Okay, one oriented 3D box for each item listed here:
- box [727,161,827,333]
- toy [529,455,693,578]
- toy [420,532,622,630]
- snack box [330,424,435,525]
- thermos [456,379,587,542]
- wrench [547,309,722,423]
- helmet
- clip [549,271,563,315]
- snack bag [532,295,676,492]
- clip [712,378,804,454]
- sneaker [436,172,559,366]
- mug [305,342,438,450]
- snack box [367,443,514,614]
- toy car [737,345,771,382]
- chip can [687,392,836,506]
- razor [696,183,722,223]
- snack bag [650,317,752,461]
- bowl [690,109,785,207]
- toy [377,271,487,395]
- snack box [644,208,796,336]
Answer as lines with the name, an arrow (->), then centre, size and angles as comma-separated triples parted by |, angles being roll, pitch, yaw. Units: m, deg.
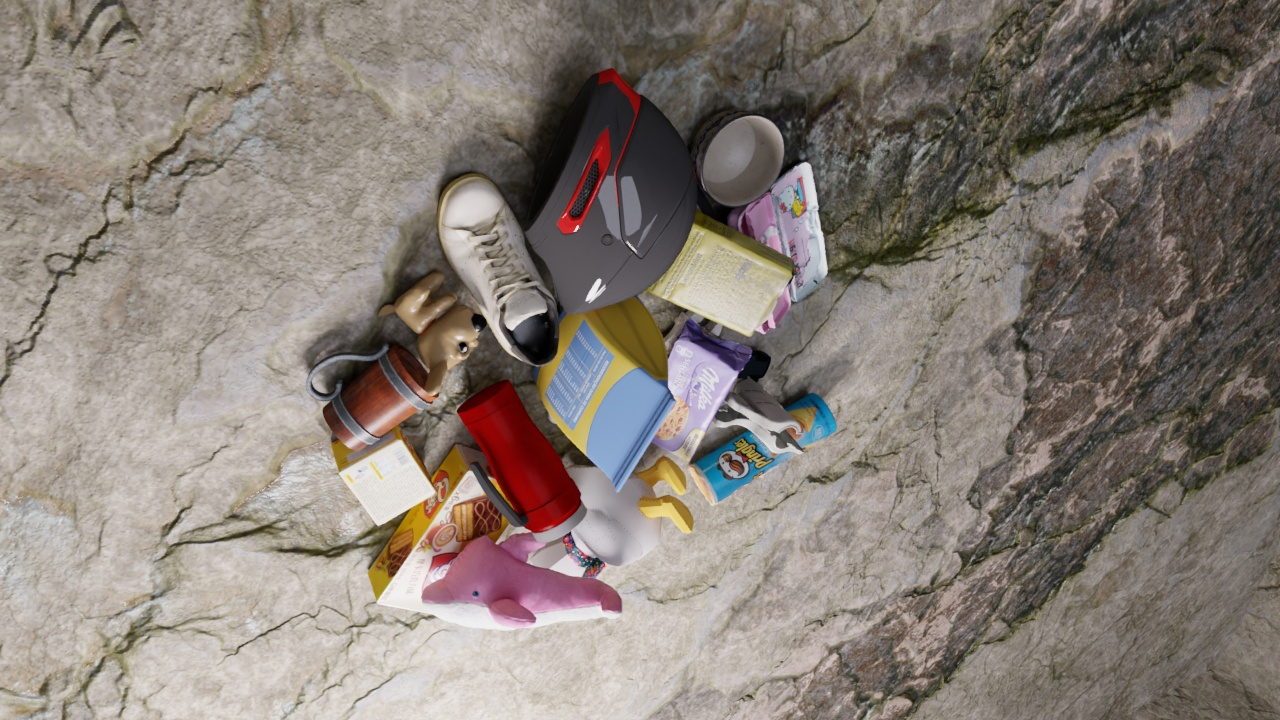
box -> 0.184, -0.149, 1.229 | 0.154, 0.045, 0.201 | -44, 136, -27
toy -> -0.059, 0.232, 1.296 | 0.268, 0.140, 0.247 | -27, 127, 15
toy -> -0.150, 0.289, 1.208 | 0.265, 0.187, 0.127 | 8, 84, -16
snack box -> -0.315, 0.134, 1.129 | 0.083, 0.061, 0.106 | -29, 130, -10
thermos -> -0.154, 0.133, 1.148 | 0.107, 0.084, 0.198 | -42, 109, -41
wrench -> -0.007, 0.007, 1.246 | 0.273, 0.018, 0.066 | -32, 131, -5
helmet -> -0.026, -0.166, 1.008 | 0.170, 0.164, 0.265 | 22, 115, -19
clip -> -0.095, -0.083, 1.130 | 0.023, 0.035, 0.074 | -20, 134, -19
snack bag -> -0.035, 0.031, 1.103 | 0.102, 0.205, 0.159 | 4, 130, -35
clip -> 0.166, 0.068, 1.313 | 0.151, 0.125, 0.092 | 28, 103, -35
sneaker -> -0.154, -0.089, 1.034 | 0.089, 0.102, 0.242 | -27, 122, -9
mug -> -0.314, 0.033, 1.059 | 0.111, 0.081, 0.117 | -37, 113, 3
snack box -> -0.255, 0.230, 1.227 | 0.110, 0.061, 0.230 | 26, 105, -39
toy car -> 0.135, 0.002, 1.309 | 0.112, 0.034, 0.046 | 7, 117, -31
chip can -> 0.187, 0.136, 1.403 | 0.229, 0.080, 0.080 | -29, 130, -9
razor -> 0.078, -0.167, 1.153 | 0.060, 0.057, 0.156 | -15, 126, -2
snack bag -> 0.068, 0.040, 1.241 | 0.058, 0.096, 0.206 | -52, 170, -54
bowl -> 0.110, -0.250, 1.109 | 0.115, 0.059, 0.116 | -14, 126, -21
toy -> -0.231, -0.038, 1.047 | 0.106, 0.134, 0.108 | -29, 106, 19
snack box -> 0.088, -0.112, 1.133 | 0.181, 0.045, 0.122 | 24, 128, -7
